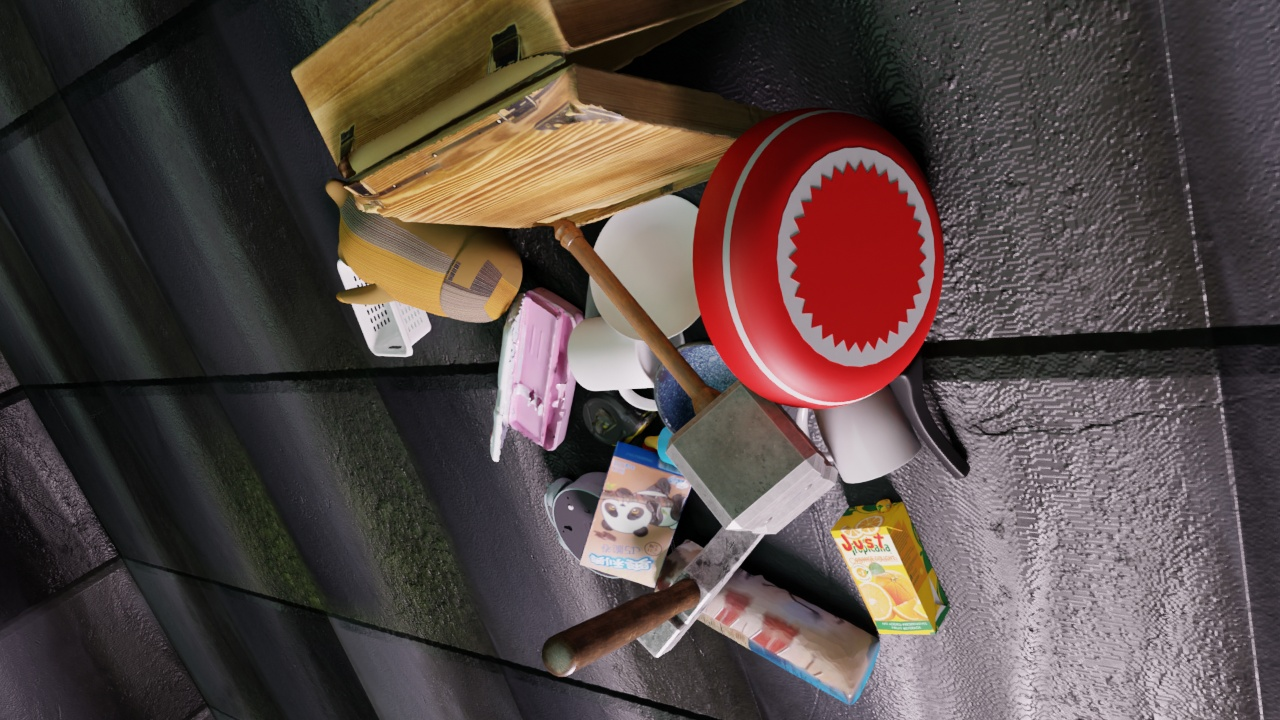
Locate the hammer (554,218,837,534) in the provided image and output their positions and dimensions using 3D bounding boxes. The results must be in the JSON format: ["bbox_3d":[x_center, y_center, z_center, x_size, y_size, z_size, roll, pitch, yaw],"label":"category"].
[{"bbox_3d":[0.022,-0.006,0.754,0.083,0.162,0.317,-41,70,6],"label":"hammer"}]

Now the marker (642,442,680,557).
[{"bbox_3d":[0.024,0.156,1.006,0.023,0.021,0.145,38,144,59],"label":"marker"}]

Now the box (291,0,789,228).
[{"bbox_3d":[-0.077,-0.194,0.697,0.280,0.256,0.215,-9,107,43],"label":"box"}]

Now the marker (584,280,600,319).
[{"bbox_3d":[-0.048,-0.033,0.952,0.022,0.016,0.139,8,126,0],"label":"marker"}]

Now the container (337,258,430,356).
[{"bbox_3d":[-0.307,-0.073,1.117,0.081,0.049,0.129,2,117,39],"label":"container"}]

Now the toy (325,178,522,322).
[{"bbox_3d":[-0.210,-0.114,0.958,0.203,0.162,0.198,31,93,19],"label":"toy"}]

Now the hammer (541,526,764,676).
[{"bbox_3d":[0.023,0.195,0.799,0.037,0.300,0.218,41,103,21],"label":"hammer"}]

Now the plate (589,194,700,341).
[{"bbox_3d":[0.013,-0.084,0.833,0.135,0.011,0.134,-3,85,31],"label":"plate"}]

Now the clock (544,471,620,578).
[{"bbox_3d":[-0.052,0.189,1.074,0.160,0.045,0.123,7,120,38],"label":"clock"}]

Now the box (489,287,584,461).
[{"bbox_3d":[-0.129,0.024,0.998,0.088,0.095,0.202,33,133,23],"label":"box"}]

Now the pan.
[{"bbox_3d":[0.175,-0.021,0.670,0.356,0.208,0.067,47,160,-25],"label":"pan"}]

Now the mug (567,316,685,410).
[{"bbox_3d":[-0.005,0.005,0.902,0.091,0.073,0.110,-5,126,42],"label":"mug"}]

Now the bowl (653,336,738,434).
[{"bbox_3d":[0.075,0.025,0.846,0.114,0.060,0.114,11,117,21],"label":"bowl"}]

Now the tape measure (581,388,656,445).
[{"bbox_3d":[-0.027,0.056,0.971,0.071,0.042,0.073,40,138,9],"label":"tape measure"}]

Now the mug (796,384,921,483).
[{"bbox_3d":[0.172,0.050,0.782,0.107,0.071,0.089,-22,98,51],"label":"mug"}]

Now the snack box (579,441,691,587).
[{"bbox_3d":[-0.004,0.165,0.975,0.087,0.034,0.152,18,117,0],"label":"snack box"}]

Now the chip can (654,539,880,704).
[{"bbox_3d":[0.128,0.266,0.951,0.230,0.079,0.080,23,129,27],"label":"chip can"}]

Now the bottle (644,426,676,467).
[{"bbox_3d":[0.062,0.087,0.909,0.146,0.051,0.051,3,118,39],"label":"bottle"}]

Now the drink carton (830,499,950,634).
[{"bbox_3d":[0.228,0.189,0.841,0.058,0.041,0.122,-16,105,44],"label":"drink carton"}]
